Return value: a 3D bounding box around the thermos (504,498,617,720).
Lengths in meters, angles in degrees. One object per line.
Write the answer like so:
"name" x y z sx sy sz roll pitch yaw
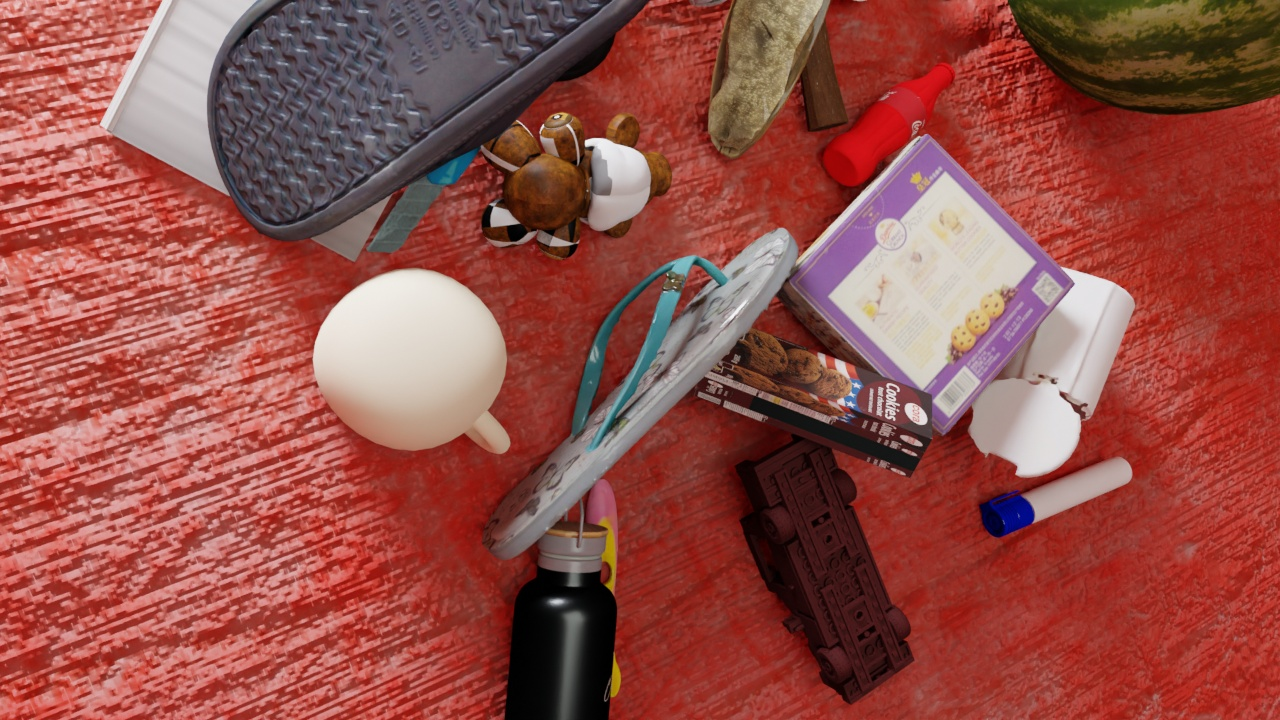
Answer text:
"thermos" -0.048 0.192 0.539 0.061 0.061 0.231 5 88 -22

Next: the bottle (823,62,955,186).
"bottle" 0.179 -0.170 0.644 0.118 0.036 0.036 -42 104 -17

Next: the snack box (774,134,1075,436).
"snack box" 0.190 -0.049 0.617 0.148 0.040 0.143 44 81 -2

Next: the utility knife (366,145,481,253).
"utility knife" -0.094 -0.144 0.524 0.031 0.015 0.205 34 93 -36

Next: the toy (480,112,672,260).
"toy" -0.035 -0.106 0.548 0.112 0.067 0.087 -20 127 -39

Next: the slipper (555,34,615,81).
"slipper" -0.080 -0.296 0.526 0.113 0.076 0.268 -18 111 -12

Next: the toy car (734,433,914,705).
"toy car" 0.116 0.132 0.604 0.070 0.062 0.170 -26 99 -20

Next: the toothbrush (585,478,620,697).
"toothbrush" -0.023 0.142 0.576 0.021 0.016 0.135 -2 88 -20

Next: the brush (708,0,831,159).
"brush" 0.087 -0.223 0.578 0.059 0.043 0.195 21 102 5

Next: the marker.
"marker" 0.321 0.102 0.707 0.133 0.023 0.027 -16 74 -21

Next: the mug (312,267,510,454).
"mug" -0.113 0.008 0.493 0.096 0.100 0.120 -47 105 -15

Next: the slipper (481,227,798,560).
"slipper" -0.003 0.003 0.539 0.055 0.098 0.268 46 75 -16

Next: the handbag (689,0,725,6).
"handbag" 0.037 -0.319 0.533 0.124 0.047 0.185 26 77 -38

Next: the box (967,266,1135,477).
"box" 0.292 0.011 0.664 0.083 0.092 0.165 21 82 19

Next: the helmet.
"helmet" 0.374 -0.280 0.615 0.243 0.248 0.212 50 46 -56

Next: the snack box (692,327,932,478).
"snack box" 0.108 0.022 0.574 0.141 0.050 0.032 21 123 5

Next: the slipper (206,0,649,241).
"slipper" -0.103 -0.158 0.460 0.269 0.083 0.110 -27 98 19

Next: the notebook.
"notebook" -0.168 -0.178 0.489 0.142 0.009 0.210 29 97 -20

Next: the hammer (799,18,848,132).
"hammer" 0.092 -0.316 0.614 0.115 0.033 0.323 -15 96 -23
